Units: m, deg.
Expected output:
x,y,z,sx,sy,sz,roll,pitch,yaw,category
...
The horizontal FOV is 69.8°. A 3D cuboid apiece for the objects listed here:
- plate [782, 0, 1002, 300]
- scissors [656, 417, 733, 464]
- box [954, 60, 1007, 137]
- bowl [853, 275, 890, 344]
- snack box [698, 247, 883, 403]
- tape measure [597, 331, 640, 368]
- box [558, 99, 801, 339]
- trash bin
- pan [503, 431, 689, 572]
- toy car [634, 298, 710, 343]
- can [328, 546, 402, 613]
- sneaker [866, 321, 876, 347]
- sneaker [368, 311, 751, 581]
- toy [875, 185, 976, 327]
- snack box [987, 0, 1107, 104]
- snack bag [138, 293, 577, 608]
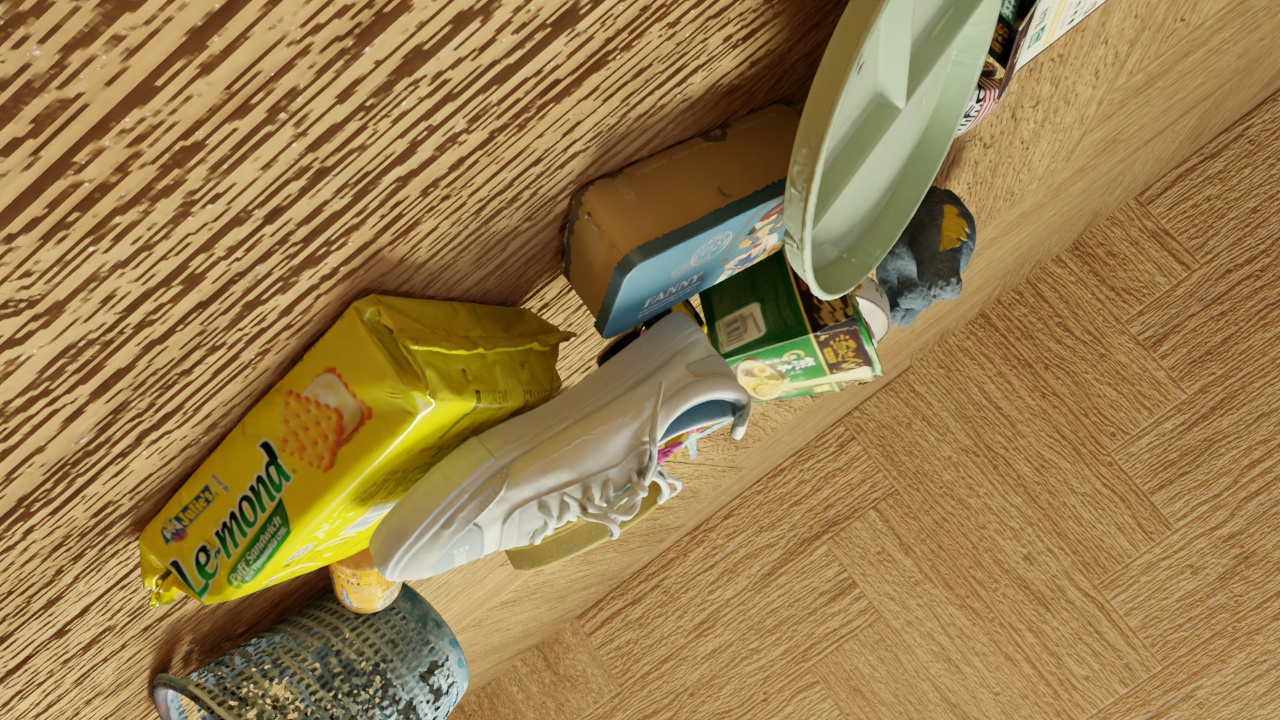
x,y,z,sx,sy,sz,roll,pitch,yaw,category
0.143,-0.144,0.518,0.229,0.027,0.231,-43,150,-33,plate
0.049,0.081,0.950,0.133,0.017,0.133,-28,156,-9,scissors
0.225,-0.186,0.676,0.163,0.060,0.072,-20,142,-46,box
0.204,-0.062,0.954,0.114,0.113,0.062,117,-11,-60,bowl
0.103,-0.032,0.657,0.106,0.118,0.117,-21,148,13,snack box
-0.005,0.004,0.771,0.058,0.039,0.057,-37,165,3,tape measure
0.030,-0.083,0.545,0.184,0.062,0.090,-31,164,-24,box
-0.268,0.300,0.803,0.194,0.226,0.227,-40,172,-43,trash bin
-0.003,0.126,1.055,0.357,0.078,0.198,-26,-178,-10,pan
0.023,-0.026,0.677,0.041,0.071,0.156,-34,164,-3,toy car
-0.217,0.157,0.726,0.058,0.058,0.146,-29,163,-27,can
0.119,-0.011,0.915,0.118,0.087,0.242,14,153,-42,sneaker
-0.035,0.067,0.533,0.241,0.090,0.090,-34,163,-25,sneaker
0.292,-0.104,0.945,0.091,0.138,0.356,6,177,10,toy
0.273,-0.247,0.598,0.126,0.053,0.113,-38,165,6,snack box
-0.160,0.057,0.533,0.247,0.068,0.157,-41,164,19,snack bag
